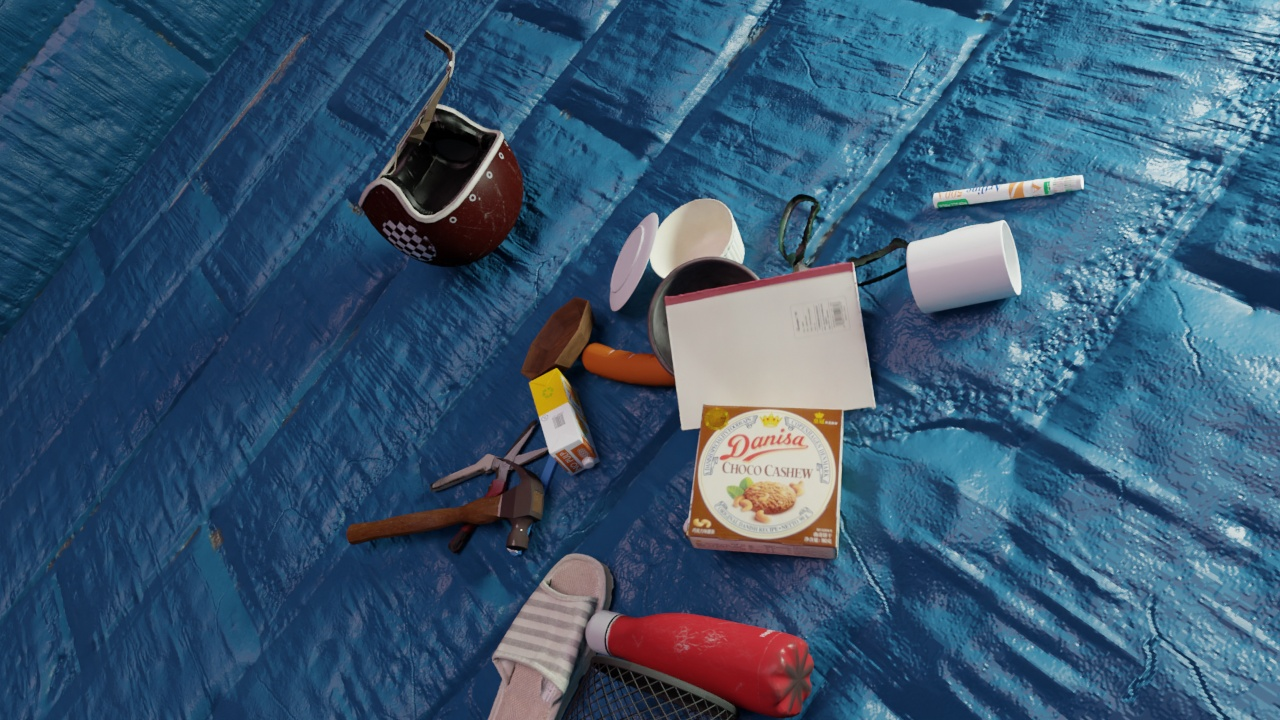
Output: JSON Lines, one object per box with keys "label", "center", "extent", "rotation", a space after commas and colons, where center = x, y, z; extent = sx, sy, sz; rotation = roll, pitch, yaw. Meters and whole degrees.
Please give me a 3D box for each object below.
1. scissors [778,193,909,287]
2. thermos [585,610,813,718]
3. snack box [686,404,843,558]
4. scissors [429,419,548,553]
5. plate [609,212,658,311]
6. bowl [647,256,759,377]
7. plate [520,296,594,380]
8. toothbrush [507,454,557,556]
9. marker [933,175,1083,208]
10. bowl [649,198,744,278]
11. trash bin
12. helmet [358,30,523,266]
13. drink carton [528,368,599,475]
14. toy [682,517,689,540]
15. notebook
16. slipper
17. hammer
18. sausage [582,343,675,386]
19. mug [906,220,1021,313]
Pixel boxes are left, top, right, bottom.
{"label": "scissors", "center": [0.209, -0.127, 1.034], "extent": [0.202, 0.015, 0.204], "rotation": [-19, 48, 30]}
{"label": "thermos", "center": [0.046, 0.281, 0.885], "extent": [0.240, 0.073, 0.073], "rotation": [1, 65, 38]}
{"label": "snack box", "center": [0.127, 0.117, 0.914], "extent": [0.143, 0.041, 0.146], "rotation": [2, 63, 15]}
{"label": "scissors", "center": [-0.205, 0.158, 1.188], "extent": [0.180, 0.015, 0.198], "rotation": [8, 69, 39]}
{"label": "plate", "center": [-0.014, -0.127, 1.168], "extent": [0.135, 0.011, 0.134], "rotation": [-58, 19, 33]}
{"label": "bowl", "center": [0.087, -0.041, 1.033], "extent": [0.145, 0.067, 0.145], "rotation": [0, 90, 22]}
{"label": "plate", "center": [-0.103, -0.023, 1.188], "extent": [0.132, 0.025, 0.131], "rotation": [-41, 26, 25]}
{"label": "toothbrush", "center": [-0.125, 0.159, 1.127], "extent": [0.016, 0.014, 0.166], "rotation": [7, 68, 39]}
{"label": "marker", "center": [0.378, -0.175, 0.950], "extent": [0.146, 0.017, 0.017], "rotation": [-2, 63, 36]}
{"label": "bowl", "center": [0.076, -0.132, 1.119], "extent": [0.116, 0.062, 0.115], "rotation": [-18, 54, 27]}
{"label": "trash bin", "center": [-0.013, 0.386, 0.802], "extent": [0.184, 0.184, 0.209], "rotation": [2, 60, 38]}
{"label": "helmet", "center": [-0.293, -0.268, 1.345], "extent": [0.235, 0.253, 0.232], "rotation": [-35, 27, 48]}
{"label": "drink carton", "center": [-0.093, 0.077, 1.117], "extent": [0.040, 0.058, 0.122], "rotation": [-28, 50, 6]}
{"label": "toy", "center": [0.092, 0.139, 0.962], "extent": [0.079, 0.038, 0.122], "rotation": [15, 75, 48]}
{"label": "notebook", "center": [0.132, -0.012, 0.972], "extent": [0.209, 0.012, 0.153], "rotation": [-9, 86, 21]}
{"label": "slipper", "center": [-0.112, 0.338, 0.988], "extent": [0.115, 0.054, 0.272], "rotation": [10, 71, 45]}
{"label": "hammer", "center": [-0.256, 0.200, 1.168], "extent": [0.324, 0.033, 0.115], "rotation": [-15, 58, 30]}
{"label": "sausage", "center": [-0.007, 0.007, 1.113], "extent": [0.164, 0.039, 0.044], "rotation": [8, 69, 39]}
{"label": "mug", "center": [0.325, -0.102, 0.918], "extent": [0.091, 0.074, 0.110], "rotation": [-11, 32, 31]}
